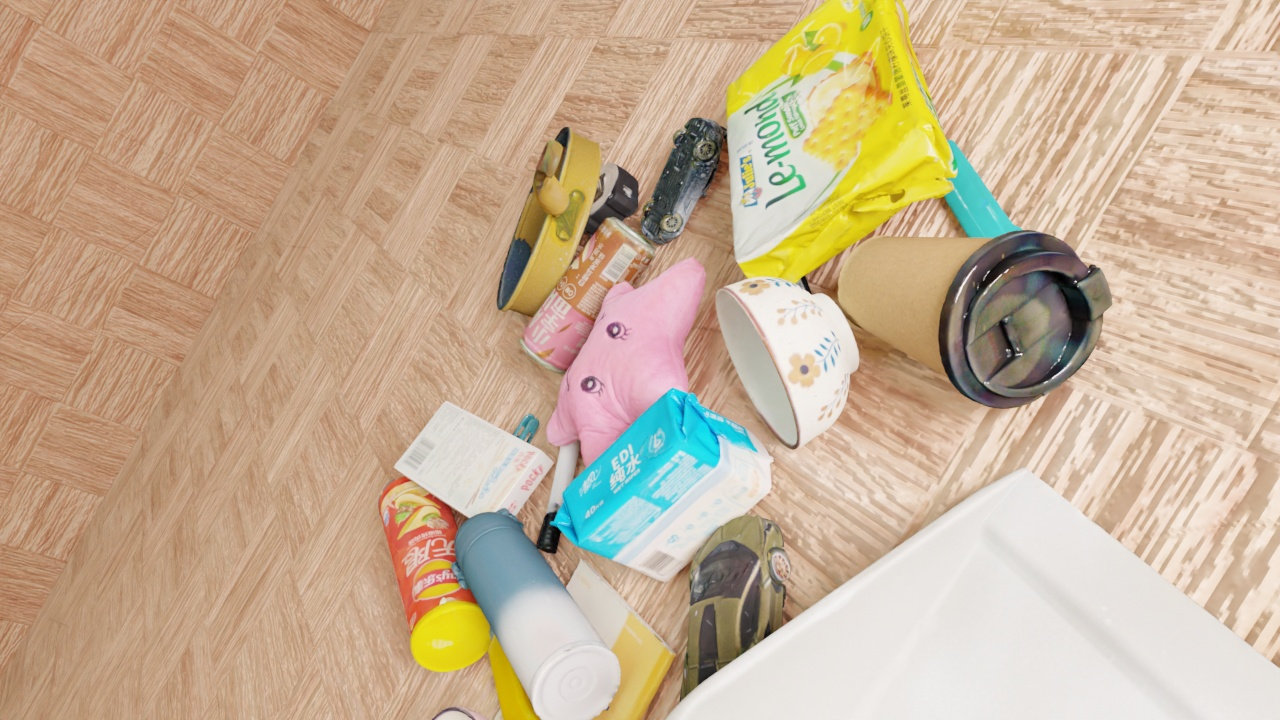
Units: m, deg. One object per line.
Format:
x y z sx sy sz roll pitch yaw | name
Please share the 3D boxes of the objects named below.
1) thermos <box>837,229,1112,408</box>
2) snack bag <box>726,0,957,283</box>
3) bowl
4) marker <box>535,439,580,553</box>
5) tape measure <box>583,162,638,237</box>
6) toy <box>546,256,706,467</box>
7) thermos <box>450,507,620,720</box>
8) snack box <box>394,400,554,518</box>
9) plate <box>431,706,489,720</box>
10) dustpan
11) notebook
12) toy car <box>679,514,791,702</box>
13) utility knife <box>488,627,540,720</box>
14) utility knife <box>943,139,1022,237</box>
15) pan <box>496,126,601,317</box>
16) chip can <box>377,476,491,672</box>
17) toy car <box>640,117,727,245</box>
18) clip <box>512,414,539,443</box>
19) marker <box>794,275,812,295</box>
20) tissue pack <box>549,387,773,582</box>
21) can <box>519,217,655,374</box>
0.176 -0.032 0.514 0.093 0.093 0.143 -59 25 2 | thermos
0.140 -0.165 0.663 0.158 0.068 0.245 -35 37 35 | snack bag
0.100 -0.006 0.589 0.062 0.113 0.113 -24 36 -7 | bowl
-0.068 0.103 0.795 0.023 0.018 0.130 -9 58 35 | marker
-0.034 -0.167 0.937 0.066 0.033 0.065 -31 43 35 | tape measure
-0.004 0.004 0.729 0.179 0.074 0.194 25 89 60 | toy
-0.089 0.186 0.700 0.070 0.070 0.220 -59 32 2 | thermos
-0.160 0.098 0.863 0.157 0.027 0.084 21 68 42 | snack box
-0.119 0.343 0.639 0.193 0.039 0.192 -27 58 52 | plate
0.116 0.180 0.382 0.258 0.142 0.222 -55 34 11 | dustpan
-0.060 0.266 0.668 0.206 0.010 0.146 -61 32 0 | notebook
0.056 0.167 0.563 0.070 0.042 0.157 -28 42 39 | toy car
-0.094 0.254 0.697 0.033 0.015 0.173 -53 33 14 | utility knife
0.211 -0.100 0.579 0.029 0.013 0.160 -39 36 26 | utility knife
-0.088 -0.143 0.857 0.358 0.078 0.197 -177 105 -73 | pan
-0.195 0.189 0.851 0.073 0.073 0.216 -55 33 8 | chip can
0.040 -0.162 0.834 0.121 0.036 0.054 -63 33 15 | toy car
-0.116 0.077 0.882 0.057 0.014 0.046 -58 34 0 | clip
0.113 -0.070 0.687 0.018 0.015 0.124 -40 41 30 | marker
0.015 0.087 0.629 0.140 0.090 0.063 -46 35 21 | tissue pack
-0.050 -0.060 0.856 0.147 0.058 0.058 -52 34 13 | can
